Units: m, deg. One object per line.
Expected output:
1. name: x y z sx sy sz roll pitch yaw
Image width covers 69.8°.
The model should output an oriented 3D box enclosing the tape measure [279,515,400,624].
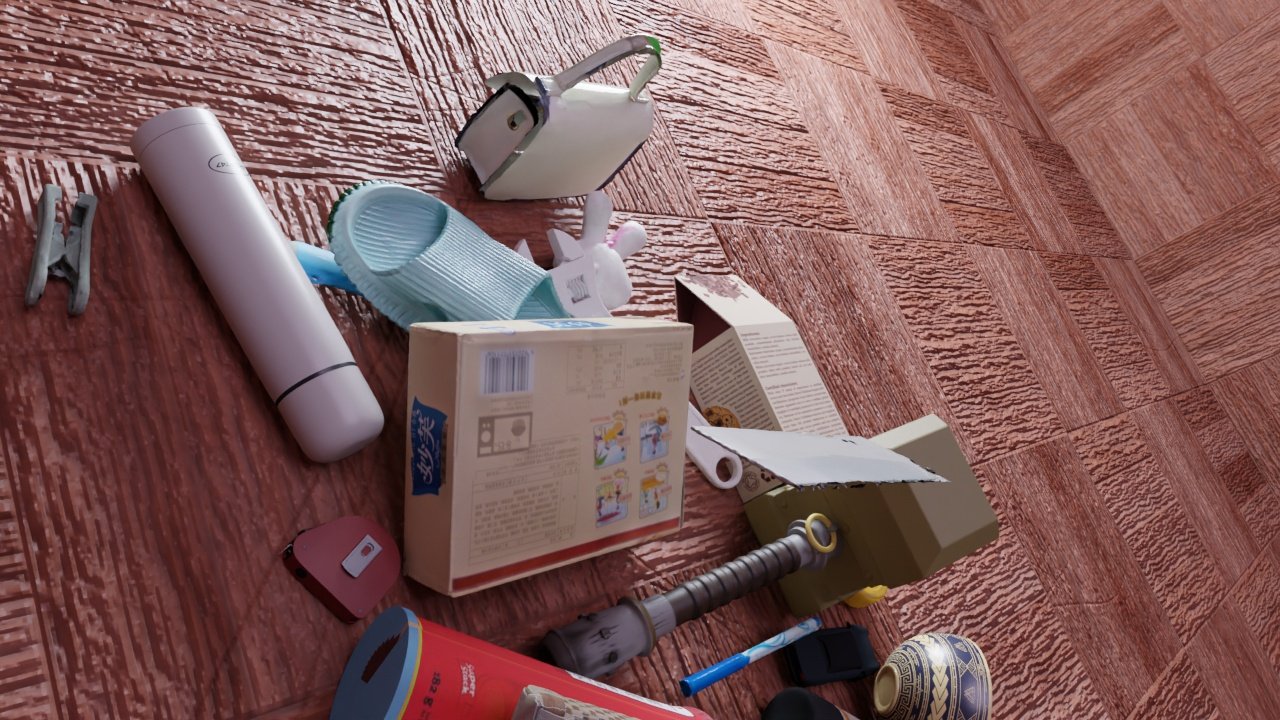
1. tape measure: -0.166 0.111 0.520 0.059 0.019 0.051 47 39 -9

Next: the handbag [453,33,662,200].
1. handbag: -0.051 -0.211 0.751 0.151 0.176 0.074 -16 73 -50

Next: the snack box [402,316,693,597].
1. snack box: -0.052 0.051 0.596 0.207 0.055 0.153 -5 101 -48

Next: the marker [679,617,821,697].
1. marker: 0.086 0.218 0.686 0.141 0.013 0.013 -12 71 -37

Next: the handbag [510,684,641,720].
1. handbag: -0.036 0.262 0.450 0.124 0.047 0.185 26 82 -27

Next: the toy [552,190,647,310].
1. toy: -0.038 -0.076 0.773 0.076 0.037 0.125 32 65 -31

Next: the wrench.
1. wrench: -0.004 0.004 0.748 0.273 0.018 0.066 49 66 -15

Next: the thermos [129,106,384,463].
1. thermos: -0.225 -0.043 0.545 0.052 0.052 0.224 -25 82 -51

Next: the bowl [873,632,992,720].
1. bowl: 0.227 0.275 0.747 0.061 0.113 0.112 17 47 -7

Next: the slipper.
1. slipper: -0.091 -0.030 0.647 0.276 0.070 0.115 44 38 -23

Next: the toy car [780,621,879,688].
1. toy car: 0.159 0.241 0.751 0.112 0.034 0.046 10 56 -42

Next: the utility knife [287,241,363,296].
1. utility knife: -0.158 -0.041 0.644 0.206 0.015 0.031 20 52 -36

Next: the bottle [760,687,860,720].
1. bottle: 0.172 0.310 0.693 0.181 0.059 0.059 36 42 -23

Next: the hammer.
1. hammer: 0.074 0.152 0.652 0.324 0.191 0.100 -16 74 -32

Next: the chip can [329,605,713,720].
1. chip can: -0.055 0.210 0.509 0.213 0.087 0.086 30 44 -27

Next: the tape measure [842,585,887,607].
1. tape measure: 0.195 0.192 0.828 0.068 0.030 0.059 -1 64 -44

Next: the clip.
1. clip: -0.311 -0.059 0.493 0.043 0.023 0.075 13 52 -39

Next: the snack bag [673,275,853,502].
1. snack bag: 0.102 0.012 0.831 0.094 0.070 0.206 -7 68 -48
